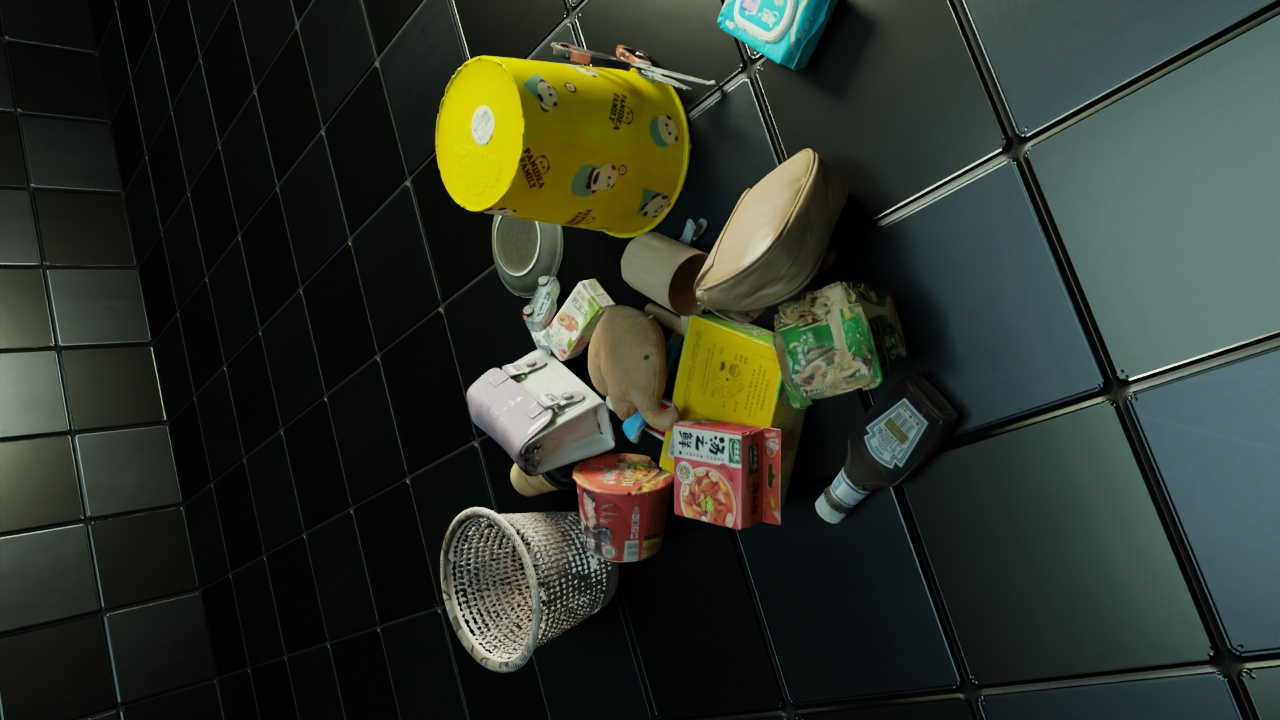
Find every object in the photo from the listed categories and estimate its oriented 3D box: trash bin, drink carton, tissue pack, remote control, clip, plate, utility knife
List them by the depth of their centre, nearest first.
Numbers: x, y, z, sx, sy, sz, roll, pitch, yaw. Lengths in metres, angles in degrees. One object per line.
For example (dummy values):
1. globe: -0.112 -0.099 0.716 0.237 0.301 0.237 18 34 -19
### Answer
1. tissue pack: 0.157 -0.397 1.047 0.133 0.050 0.093 43 122 33
2. trash bin: -0.106 -0.277 1.180 0.230 0.254 0.229 5 97 46
3. clip: 0.064 -0.161 1.187 0.024 0.026 0.056 61 140 24
4. utility knife: 0.023 0.022 1.227 0.034 0.018 0.187 36 105 42
5. remote control: 0.003 0.064 1.269 0.136 0.020 0.056 28 114 40
6. trash bin: -0.147 0.308 1.320 0.228 0.191 0.227 6 98 45
7. drink carton: -0.089 -0.058 1.331 0.053 0.045 0.123 52 129 17
8. plate: -0.186 -0.188 1.433 0.180 0.024 0.179 5 97 45

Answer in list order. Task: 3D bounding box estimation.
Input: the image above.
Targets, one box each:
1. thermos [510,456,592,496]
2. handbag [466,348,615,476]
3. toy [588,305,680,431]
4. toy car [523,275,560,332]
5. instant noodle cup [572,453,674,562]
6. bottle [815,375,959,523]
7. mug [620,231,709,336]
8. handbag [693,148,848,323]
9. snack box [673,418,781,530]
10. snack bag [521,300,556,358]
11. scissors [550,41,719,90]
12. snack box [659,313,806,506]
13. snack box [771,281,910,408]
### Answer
1. thermos: -0.137 0.160 1.377 0.144 0.092 0.093 -31 72 50
2. handbag: -0.147 0.073 1.302 0.197 0.144 0.098 35 147 51
3. toy: -0.007 0.007 1.186 0.226 0.082 0.143 -135 48 -61
4. toy car: -0.144 -0.084 1.366 0.034 0.043 0.090 10 63 24
5. instant noodle cup: -0.025 0.200 1.237 0.138 0.137 0.109 17 112 43
6. bottle: 0.258 0.105 0.999 0.080 0.044 0.195 53 128 28
7. mug: 0.038 -0.096 1.181 0.103 0.084 0.125 33 139 44
8. handbag: 0.147 -0.130 0.997 0.100 0.203 0.148 44 142 -19
9. snack box: 0.099 0.131 1.062 0.127 0.044 0.113 4 98 44
10. snack bag: -0.153 -0.042 1.412 0.045 0.026 0.105 -41 67 36
11. scissors: -0.010 -0.375 1.162 0.226 0.188 0.015 -124 40 -54
12. snack box: 0.117 0.062 1.118 0.158 0.069 0.210 25 111 41
13. snack box: 0.223 -0.020 0.979 0.118 0.105 0.117 -19 82 46
